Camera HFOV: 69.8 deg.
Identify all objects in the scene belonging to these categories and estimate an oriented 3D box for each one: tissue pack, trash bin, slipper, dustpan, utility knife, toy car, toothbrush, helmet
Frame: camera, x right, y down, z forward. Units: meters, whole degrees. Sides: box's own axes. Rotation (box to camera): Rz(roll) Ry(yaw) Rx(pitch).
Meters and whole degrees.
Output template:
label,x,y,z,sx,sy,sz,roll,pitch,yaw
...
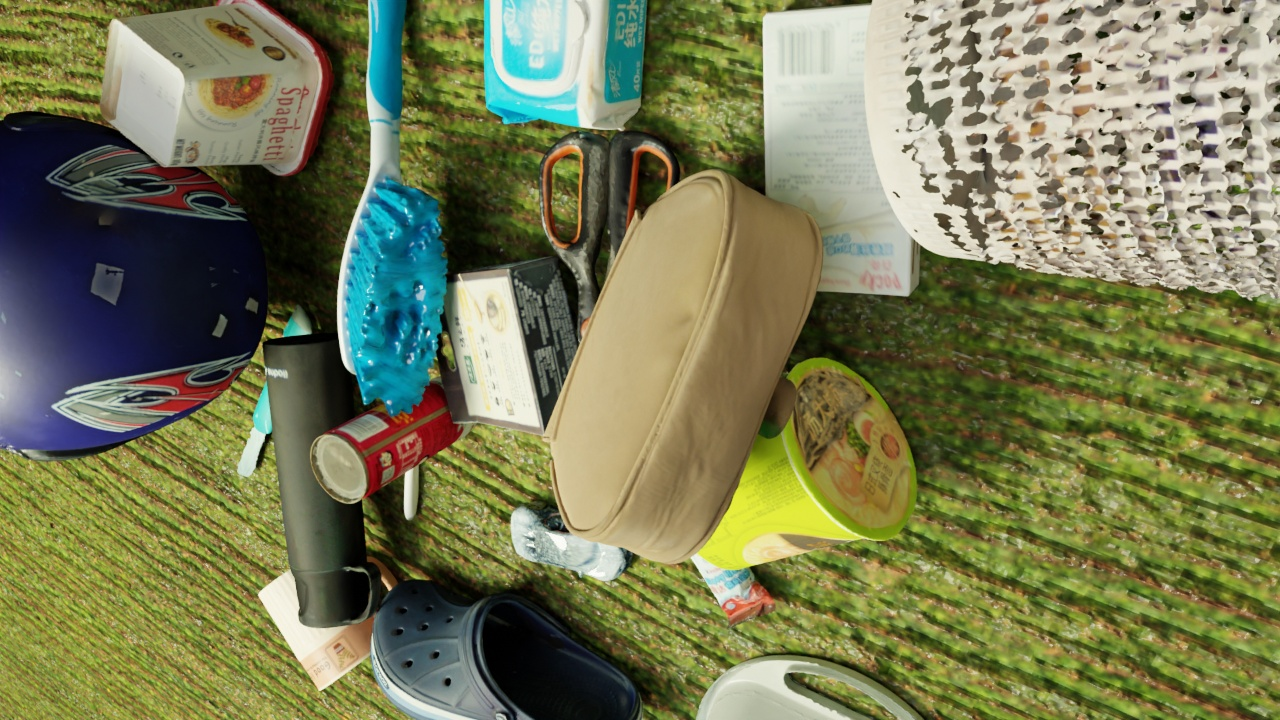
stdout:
label,x,y,z,sx,sy,sz,roll,pitch,yaw
tissue pack,-0.048,-0.209,0.551,0.090,0.063,0.140,16,116,24
trash bin,0.207,-0.119,0.365,0.192,0.226,0.227,3,111,42
slipper,-0.117,0.243,0.741,0.253,0.104,0.095,18,123,21
dustpan,0.131,0.345,0.696,0.223,0.142,0.258,20,146,23
utility knife,-0.339,0.035,0.845,0.029,0.013,0.220,40,121,9
toy car,-0.056,0.141,0.712,0.106,0.031,0.049,7,113,27
toothbrush,-0.186,0.059,0.765,0.016,0.016,0.180,19,116,18
helmet,-0.410,-0.057,0.702,0.240,0.315,0.247,5,99,8

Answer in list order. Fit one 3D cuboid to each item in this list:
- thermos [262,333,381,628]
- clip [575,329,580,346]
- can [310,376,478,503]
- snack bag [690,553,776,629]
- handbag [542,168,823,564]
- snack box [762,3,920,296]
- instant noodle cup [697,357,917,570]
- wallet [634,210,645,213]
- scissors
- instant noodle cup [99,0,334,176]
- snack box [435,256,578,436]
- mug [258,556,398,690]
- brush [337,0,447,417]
label,x,y,z,sx,sy,sz,roll,pitch,yaw
thermos,-0.259,0.101,0.770,0.090,0.068,0.242,1,101,27
clip,-0.006,0.005,0.623,0.100,0.074,0.035,21,118,24
can,-0.178,0.054,0.686,0.053,0.132,0.053,11,114,26
snack bag,0.053,0.140,0.651,0.045,0.026,0.105,-37,86,38
handbag,0.022,0.003,0.505,0.204,0.099,0.148,-67,26,4
snack box,0.114,-0.116,0.516,0.085,0.026,0.157,6,112,28
instant noodle cup,0.086,0.074,0.566,0.124,0.111,0.111,-36,89,43
wallet,0.027,-0.031,0.579,0.097,0.019,0.121,12,88,27
scissors,-0.012,-0.031,0.574,0.139,0.021,0.235,-18,87,10
instant noodle cup,-0.310,-0.198,0.670,0.116,0.124,0.117,37,123,12
snack box,-0.096,-0.010,0.645,0.126,0.053,0.113,4,109,55
mug,-0.280,0.229,0.853,0.114,0.081,0.106,-36,87,8
brush,-0.172,-0.124,0.633,0.109,0.060,0.315,34,118,46
